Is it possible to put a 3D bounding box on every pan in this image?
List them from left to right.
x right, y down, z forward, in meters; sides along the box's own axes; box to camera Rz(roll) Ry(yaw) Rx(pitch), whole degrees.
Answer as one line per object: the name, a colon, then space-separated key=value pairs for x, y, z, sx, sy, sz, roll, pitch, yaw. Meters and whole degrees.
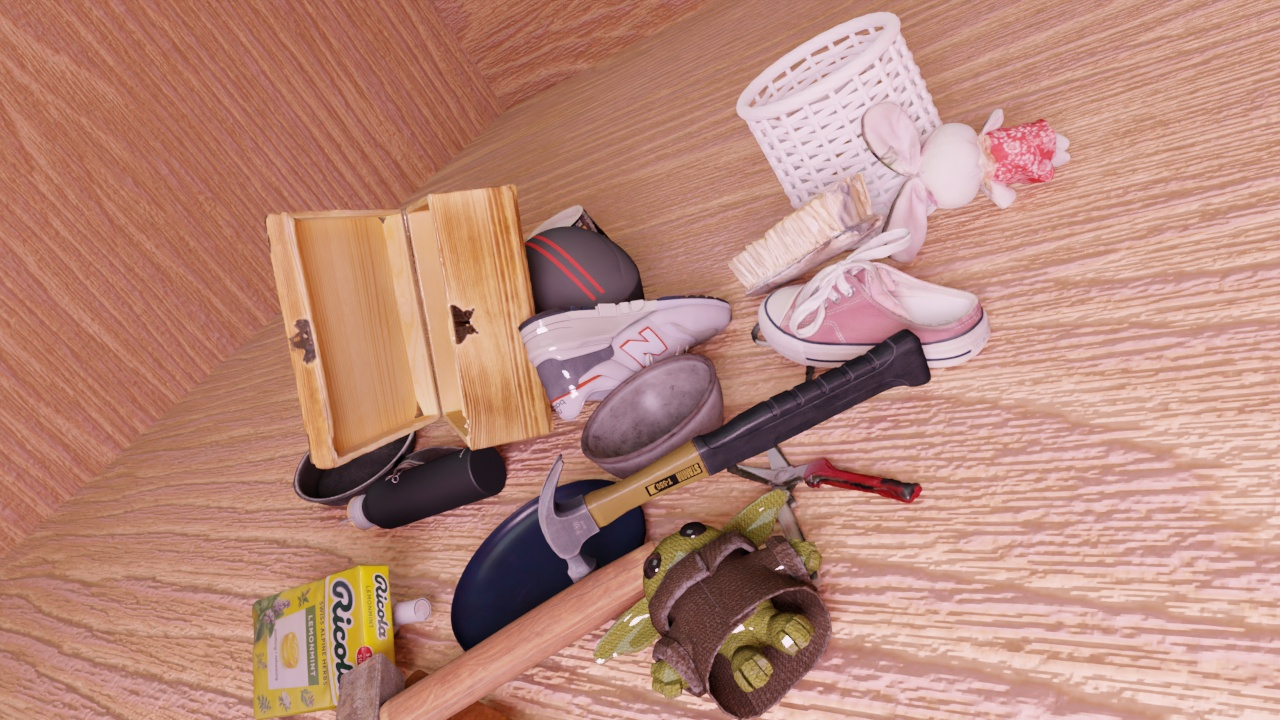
pan: x=-0.323 y=0.131 z=1.212 sx=0.358 sy=0.055 sz=0.186 roll=4 pitch=44 yaw=37
pan: x=-0.022 y=0.177 z=0.768 sx=0.357 sy=0.021 sz=0.198 roll=-8 pitch=37 yaw=40

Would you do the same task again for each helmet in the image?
helmet: x=-0.087 y=-0.083 z=1.148 sx=0.164 sy=0.170 sz=0.265 roll=-40 pitch=25 yaw=-12

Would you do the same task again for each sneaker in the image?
sneaker: x=-0.006 y=0.006 z=0.974 sx=0.239 sy=0.124 sz=0.089 roll=-5 pitch=-14 yaw=-20
sneaker: x=0.189 y=-0.052 z=0.817 sx=0.241 sy=0.088 sz=0.118 roll=7 pitch=47 yaw=51

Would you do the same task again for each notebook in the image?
notebook: x=-0.169 y=0.328 z=0.680 sx=0.226 sy=0.024 sz=0.167 roll=-2 pitch=39 yaw=51

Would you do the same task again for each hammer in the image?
hammer: x=-0.102 y=0.230 z=0.704 sx=0.301 sy=0.037 sz=0.158 roll=-32 pitch=25 yaw=2
hammer: x=0.072 y=0.065 z=0.728 sx=0.333 sy=0.118 sz=0.025 roll=-27 pitch=28 yaw=1

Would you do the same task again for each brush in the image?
brush: x=0.158 y=-0.116 z=0.919 sx=0.083 sy=0.056 sz=0.271 roll=-29 pitch=-1 yaw=-12

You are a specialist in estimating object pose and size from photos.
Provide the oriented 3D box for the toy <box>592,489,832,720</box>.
toy: x=0.056 y=0.163 z=0.612 sx=0.179 sy=0.078 sz=0.153 roll=-40 pitch=29 yaw=-10

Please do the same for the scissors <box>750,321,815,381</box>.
scissors: x=0.168 y=-0.027 z=0.909 sx=0.169 sy=0.012 sz=0.157 roll=2 pitch=45 yaw=49

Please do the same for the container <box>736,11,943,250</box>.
container: x=0.233 y=-0.251 z=1.018 sx=0.189 sy=0.187 sz=0.189 roll=-29 pitch=25 yaw=14

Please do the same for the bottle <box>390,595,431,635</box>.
bottle: x=-0.283 y=0.260 z=0.916 sx=0.196 sy=0.052 sz=0.052 roll=-18 pitch=29 yaw=33

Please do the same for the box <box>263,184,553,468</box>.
box: x=-0.272 y=-0.044 z=1.062 sx=0.263 sy=0.279 sz=0.270 roll=-12 pitch=9 yaw=-16

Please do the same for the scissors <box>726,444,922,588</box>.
scissors: x=0.129 y=0.107 z=0.709 sx=0.195 sy=0.015 sz=0.178 roll=-18 pitch=29 yaw=36

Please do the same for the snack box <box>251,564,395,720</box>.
snack box: x=-0.307 y=0.270 z=0.868 sx=0.181 sy=0.045 sz=0.121 roll=-21 pitch=68 yaw=31

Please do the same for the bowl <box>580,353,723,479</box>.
bowl: x=0.022 y=0.065 z=0.858 sx=0.145 sy=0.067 sz=0.144 roll=-29 pitch=25 yaw=14

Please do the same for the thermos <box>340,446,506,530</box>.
thermos: x=-0.263 y=0.156 z=1.070 sx=0.232 sy=0.061 sz=0.061 roll=-21 pitch=28 yaw=29

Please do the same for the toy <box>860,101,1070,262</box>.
toy: x=0.319 y=-0.192 z=0.896 sx=0.194 sy=0.159 sz=0.084 roll=-14 pitch=2 yaw=6

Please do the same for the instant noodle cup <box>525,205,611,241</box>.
instant noodle cup: x=-0.101 y=-0.159 z=1.377 sx=0.137 sy=0.112 sz=0.137 roll=-28 pitch=24 yaw=14
